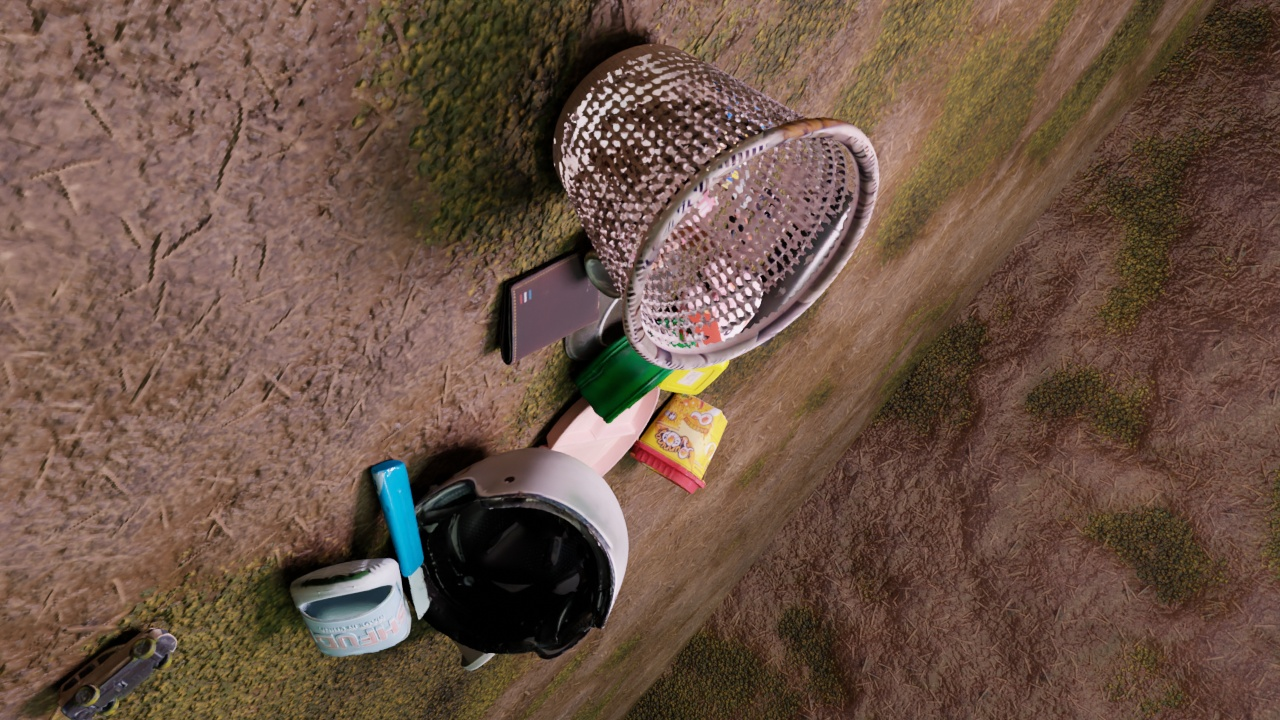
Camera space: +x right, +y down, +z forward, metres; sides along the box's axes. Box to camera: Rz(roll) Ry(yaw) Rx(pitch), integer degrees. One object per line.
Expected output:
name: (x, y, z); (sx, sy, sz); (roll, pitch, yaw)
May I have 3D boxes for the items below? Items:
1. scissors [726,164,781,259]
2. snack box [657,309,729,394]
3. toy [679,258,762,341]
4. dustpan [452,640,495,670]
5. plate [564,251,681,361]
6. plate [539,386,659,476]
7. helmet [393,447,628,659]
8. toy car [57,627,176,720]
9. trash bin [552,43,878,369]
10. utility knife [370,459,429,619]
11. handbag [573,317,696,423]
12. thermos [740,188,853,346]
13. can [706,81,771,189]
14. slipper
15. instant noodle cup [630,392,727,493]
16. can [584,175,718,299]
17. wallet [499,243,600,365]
scissors: (0.133, -0.193, 1.092); (0.203, 0.015, 0.203); (-26, 150, -42)
snack box: (0.060, -0.012, 1.136); (0.082, 0.080, 0.091); (11, 146, -21)
toy: (0.104, -0.074, 1.192); (0.121, 0.054, 0.159); (-51, 151, 5)
dustpan: (-0.158, 0.301, 1.200); (0.222, 0.142, 0.257); (-49, 157, 0)
plate: (-0.011, -0.065, 1.018); (0.179, 0.024, 0.180); (-40, 157, -21)
plate: (-0.063, 0.100, 1.193); (0.229, 0.028, 0.230); (-41, 158, -21)
helmet: (-0.125, 0.191, 0.995); (0.275, 0.230, 0.156); (-36, -168, 39)
toy car: (-0.423, 0.252, 0.745); (0.090, 0.035, 0.042); (-39, 158, -23)
trash bin: (0.038, -0.137, 0.722); (0.227, 0.192, 0.228); (-26, 146, -19)
utility knife: (-0.236, 0.186, 0.927); (0.034, 0.018, 0.217); (-36, 136, -39)
handbag: (-0.006, 0.006, 1.050); (0.119, 0.068, 0.132); (-39, 178, -43)
thermos: (0.212, -0.139, 1.284); (0.090, 0.068, 0.243); (24, 107, -34)
can: (0.077, -0.219, 0.883); (0.083, 0.057, 0.102); (-57, 158, 14)
slipper: (-0.287, 0.266, 0.938); (0.104, 0.074, 0.246); (-8, 151, -9)
instant noodle cup: (0.063, 0.118, 1.368); (0.123, 0.116, 0.116); (-58, 160, -8)
can: (0.012, -0.124, 0.898); (0.147, 0.058, 0.058); (-45, 159, -26)
wallet: (-0.084, -0.056, 0.889); (0.122, 0.020, 0.097); (-31, 144, -38)
